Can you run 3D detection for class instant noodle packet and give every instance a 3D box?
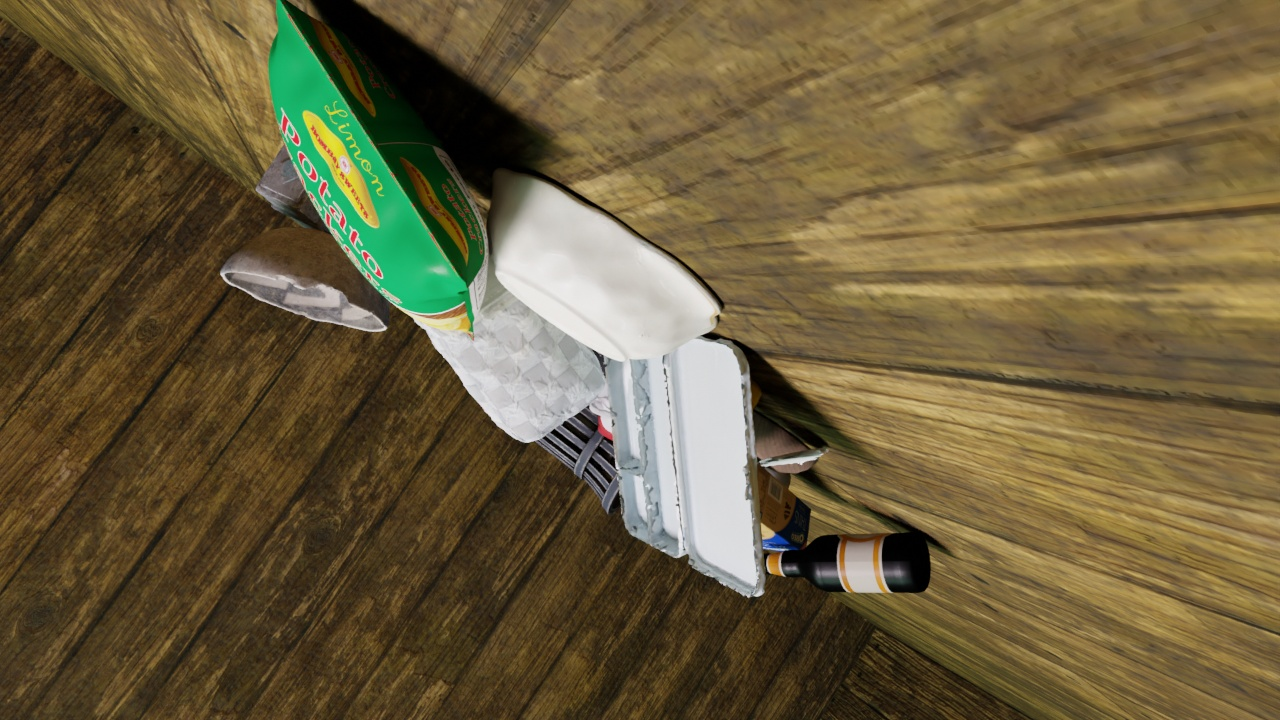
[{"bbox_3d":[-0.165,-0.110,0.602,0.195,0.090,0.253,57,169,0],"label":"instant noodle packet"}]

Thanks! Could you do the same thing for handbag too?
[{"bbox_3d":[-0.116,-0.020,0.797,0.171,0.112,0.123,56,172,-18],"label":"handbag"}]

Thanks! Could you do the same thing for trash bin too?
[{"bbox_3d":[-0.084,0.086,1.321,0.227,0.164,0.164,36,173,12],"label":"trash bin"}]

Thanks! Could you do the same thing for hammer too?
[{"bbox_3d":[-0.253,-0.132,1.013,0.326,0.079,0.177,25,169,24],"label":"hammer"}]

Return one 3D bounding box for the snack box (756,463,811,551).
[{"bbox_3d":[0.124,0.158,0.979,0.056,0.057,0.206,1,158,29],"label":"snack box"}]

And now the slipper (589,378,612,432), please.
[{"bbox_3d":[-0.008,0.046,0.981,0.112,0.074,0.247,9,-174,-21],"label":"slipper"}]

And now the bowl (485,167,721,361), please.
[{"bbox_3d":[-0.041,-0.053,0.645,0.219,0.060,0.188,26,169,48],"label":"bowl"}]

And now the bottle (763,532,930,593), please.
[{"bbox_3d":[0.204,0.211,0.957,0.182,0.059,0.059,-9,147,33],"label":"bottle"}]

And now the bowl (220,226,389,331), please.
[{"bbox_3d":[-0.350,-0.096,0.994,0.178,0.081,0.178,15,166,3],"label":"bowl"}]

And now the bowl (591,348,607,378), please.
[{"bbox_3d":[-0.079,-0.018,0.897,0.120,0.066,0.120,38,163,14],"label":"bowl"}]

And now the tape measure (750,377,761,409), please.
[{"bbox_3d":[0.066,0.024,0.754,0.064,0.037,0.066,40,170,-35],"label":"tape measure"}]

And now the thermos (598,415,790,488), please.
[{"bbox_3d":[0.066,0.103,1.101,0.240,0.073,0.073,24,170,15],"label":"thermos"}]

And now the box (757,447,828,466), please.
[{"bbox_3d":[0.084,0.056,0.824,0.080,0.150,0.106,100,156,-79],"label":"box"}]

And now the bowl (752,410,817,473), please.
[{"bbox_3d":[0.117,0.080,0.910,0.118,0.030,0.118,33,172,5],"label":"bowl"}]

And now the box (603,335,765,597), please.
[{"bbox_3d":[0.034,0.072,0.746,0.189,0.037,0.209,11,113,52],"label":"box"}]
